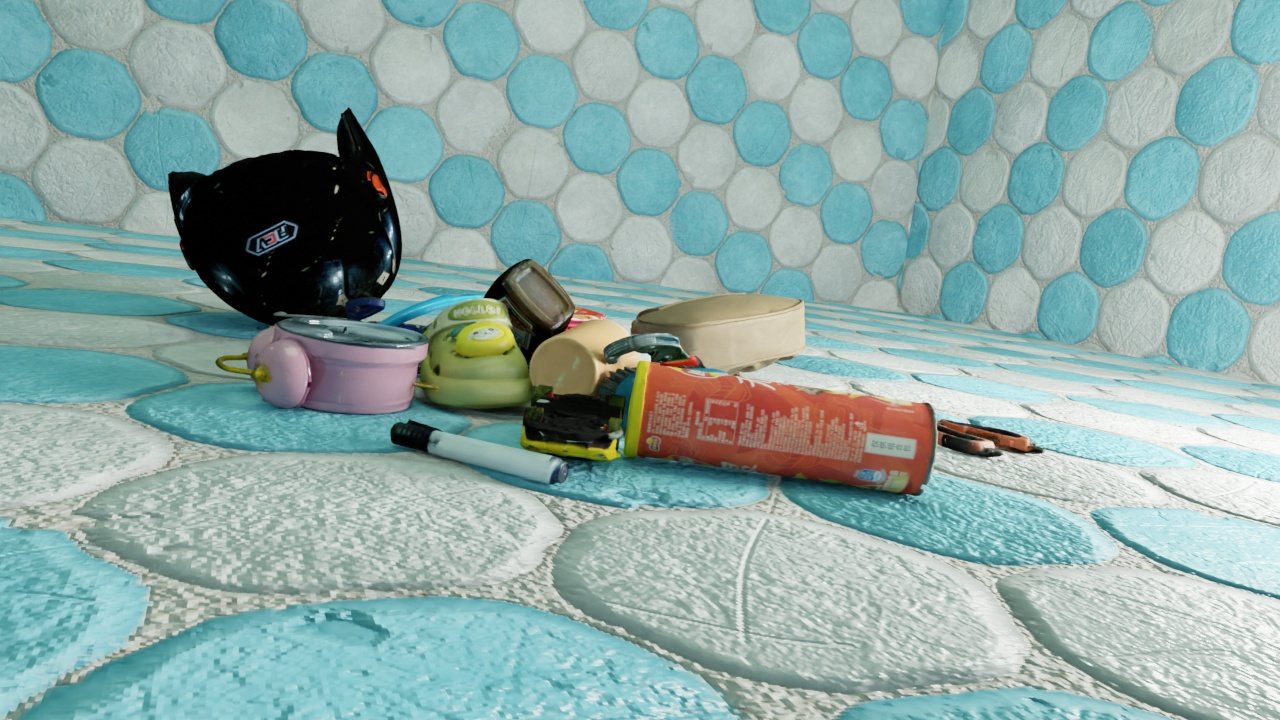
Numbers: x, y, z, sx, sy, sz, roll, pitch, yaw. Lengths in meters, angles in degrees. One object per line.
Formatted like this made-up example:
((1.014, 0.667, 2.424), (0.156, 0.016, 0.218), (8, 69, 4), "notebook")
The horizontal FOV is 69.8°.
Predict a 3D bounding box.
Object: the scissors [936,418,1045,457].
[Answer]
((0.307, 0.067, 0.941), (0.216, 0.015, 0.195), (9, 8, 21), "scissors")

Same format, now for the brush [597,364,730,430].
((0.036, 0.035, 0.766), (0.143, 0.055, 0.074), (0, 10, -43), "brush")

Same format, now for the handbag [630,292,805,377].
((0.095, -0.026, 1.095), (0.204, 0.100, 0.148), (-10, 15, -32), "handbag")

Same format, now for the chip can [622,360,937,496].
((0.098, 0.049, 0.663), (0.216, 0.073, 0.073), (8, 8, 1), "chip can")

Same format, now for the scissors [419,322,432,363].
((-0.221, -0.026, 0.870), (0.136, 0.014, 0.175), (-36, -11, -20), "scissors")

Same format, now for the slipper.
((-0.152, -0.015, 0.809), (0.091, 0.082, 0.190), (-5, 19, -20), "slipper")

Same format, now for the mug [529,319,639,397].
((-0.051, 0.004, 0.801), (0.078, 0.078, 0.122), (9, 5, 11), "mug")

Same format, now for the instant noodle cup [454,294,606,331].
((-0.139, -0.034, 1.070), (0.194, 0.066, 0.193), (8, 7, -1), "instant noodle cup")

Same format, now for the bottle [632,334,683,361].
((-0.005, 0.005, 0.910), (0.063, 0.063, 0.108), (15, 10, 43), "bottle")

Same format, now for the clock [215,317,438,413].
((-0.247, 0.003, 0.722), (0.158, 0.060, 0.117), (5, 9, -30), "clock")

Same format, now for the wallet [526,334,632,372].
((-0.051, -0.004, 0.985), (0.107, 0.040, 0.132), (-12, -7, 44), "wallet")

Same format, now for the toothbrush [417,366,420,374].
((-0.203, 0.009, 0.878), (0.189, 0.018, 0.014), (8, 14, 11), "toothbrush")

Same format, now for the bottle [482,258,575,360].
((-0.123, -0.034, 0.897), (0.080, 0.043, 0.195), (47, -26, -4), "bottle")

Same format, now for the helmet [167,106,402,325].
((-0.390, -0.147, 1.040), (0.233, 0.230, 0.274), (-22, 5, -1), "helmet")

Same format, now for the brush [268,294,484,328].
((-0.250, -0.037, 0.895), (0.083, 0.046, 0.253), (5, 19, 40), "brush")

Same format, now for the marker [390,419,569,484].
((-0.105, 0.058, 0.595), (0.131, 0.018, 0.022), (10, 41, 22), "marker")

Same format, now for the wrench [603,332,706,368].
((0.038, 0.009, 0.850), (0.056, 0.016, 0.273), (-19, -16, 17), "wrench")

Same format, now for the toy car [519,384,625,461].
((-0.047, 0.047, 0.646), (0.071, 0.041, 0.156), (7, 6, -2), "toy car")

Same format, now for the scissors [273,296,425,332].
((-0.303, -0.043, 0.987), (0.172, 0.012, 0.163), (6, -14, -18), "scissors")
